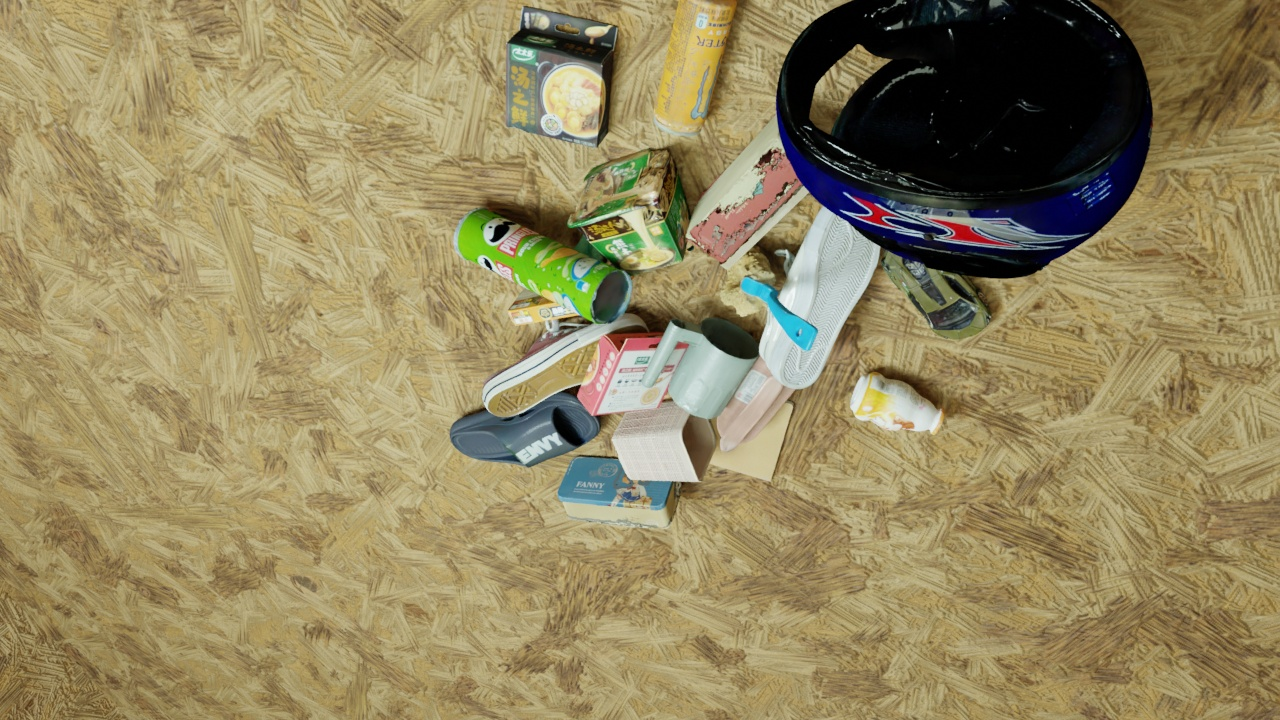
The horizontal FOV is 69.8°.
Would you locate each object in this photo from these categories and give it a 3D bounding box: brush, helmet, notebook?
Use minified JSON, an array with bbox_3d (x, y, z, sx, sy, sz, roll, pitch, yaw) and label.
[{"bbox_3d":[0.145,0.056,1.184,0.063,0.072,0.146,32,123,-2],"label":"brush"},{"bbox_3d":[0.284,-0.200,0.841,0.316,0.247,0.240,5,170,10],"label":"helmet"},{"bbox_3d":[0.096,0.087,1.274,0.208,0.008,0.148,15,129,9],"label":"notebook"},{"bbox_3d":[0.141,-0.065,1.009,0.046,0.254,0.083,15,107,-16],"label":"brush"}]

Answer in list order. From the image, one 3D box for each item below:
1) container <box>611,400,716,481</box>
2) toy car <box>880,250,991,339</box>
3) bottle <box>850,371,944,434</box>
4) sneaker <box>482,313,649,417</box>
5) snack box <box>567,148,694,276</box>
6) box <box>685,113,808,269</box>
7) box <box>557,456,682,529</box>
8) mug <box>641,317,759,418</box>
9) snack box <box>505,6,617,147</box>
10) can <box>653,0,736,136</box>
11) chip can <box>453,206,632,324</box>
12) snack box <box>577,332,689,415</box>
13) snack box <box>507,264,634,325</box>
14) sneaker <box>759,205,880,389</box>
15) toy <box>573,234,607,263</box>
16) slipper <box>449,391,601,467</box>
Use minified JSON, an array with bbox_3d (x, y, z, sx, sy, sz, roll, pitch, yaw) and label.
[{"bbox_3d":[0.031,0.110,1.253,0.111,0.089,0.090,-6,123,27],"label":"container"},{"bbox_3d":[0.338,-0.082,1.042,0.070,0.042,0.158,-33,112,36],"label":"toy car"},{"bbox_3d":[0.318,0.057,1.135,0.108,0.063,0.063,20,129,5],"label":"bottle"},{"bbox_3d":[-0.106,-0.012,1.220,0.241,0.087,0.118,-26,142,9],"label":"sneaker"},{"bbox_3d":[-0.003,-0.164,1.065,0.118,0.118,0.105,-12,130,27],"label":"snack box"},{"bbox_3d":[0.119,-0.190,1.004,0.080,0.091,0.169,33,129,-15],"label":"box"},{"bbox_3d":[-0.035,0.193,1.348,0.184,0.089,0.059,2,132,17],"label":"box"},{"bbox_3d":[0.073,0.005,1.155,0.124,0.083,0.104,15,124,-20],"label":"mug"},{"bbox_3d":[-0.090,-0.314,1.023,0.113,0.053,0.126,15,134,9],"label":"snack box"},{"bbox_3d":[0.055,-0.313,0.961,0.058,0.058,0.146,19,129,5],"label":"can"},{"bbox_3d":[-0.120,-0.116,1.107,0.236,0.072,0.072,27,134,30],"label":"chip can"},{"bbox_3d":[-0.007,0.007,1.182,0.044,0.113,0.127,52,130,36],"label":"snack box"},{"bbox_3d":[-0.088,-0.084,1.170,0.154,0.075,0.026,-9,122,25],"label":"snack box"},{"bbox_3d":[0.201,-0.091,1.068,0.089,0.090,0.243,8,114,-24],"label":"sneaker"},{"bbox_3d":[-0.068,-0.130,1.137,0.030,0.096,0.092,22,117,-30],"label":"toy"},{"bbox_3d":[-0.175,0.120,1.339,0.269,0.083,0.111,-13,135,31],"label":"slipper"}]
